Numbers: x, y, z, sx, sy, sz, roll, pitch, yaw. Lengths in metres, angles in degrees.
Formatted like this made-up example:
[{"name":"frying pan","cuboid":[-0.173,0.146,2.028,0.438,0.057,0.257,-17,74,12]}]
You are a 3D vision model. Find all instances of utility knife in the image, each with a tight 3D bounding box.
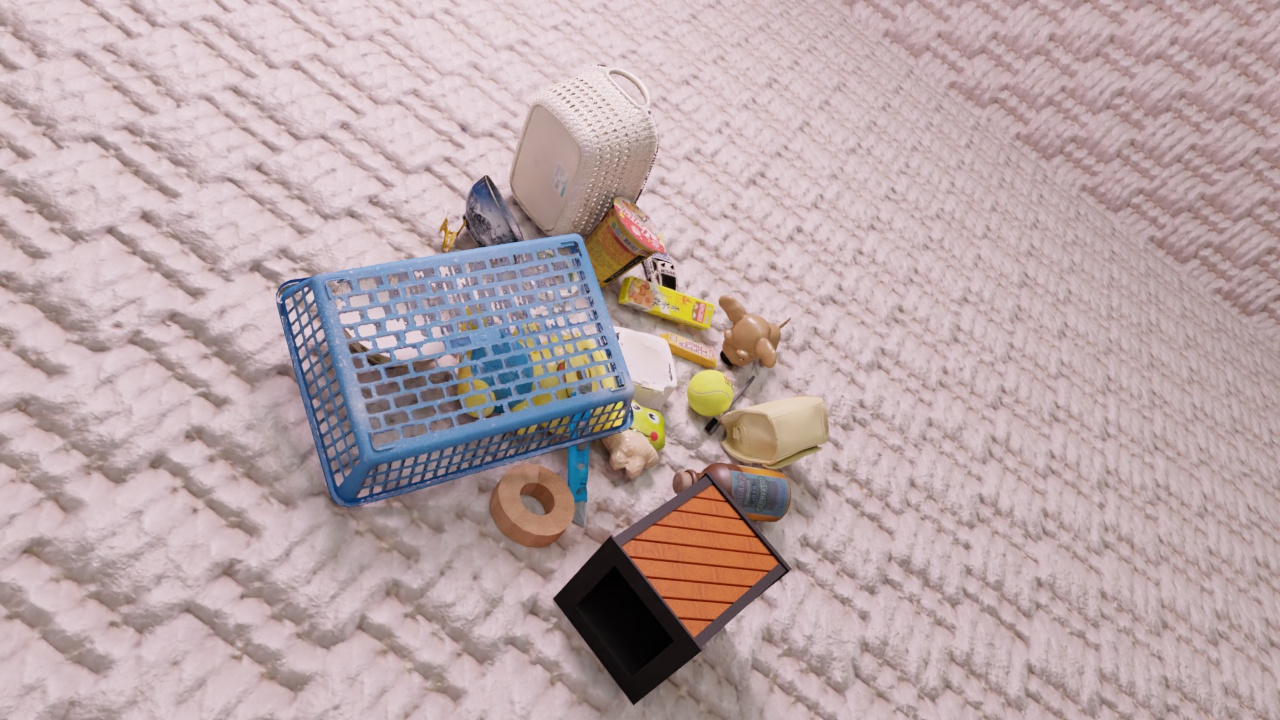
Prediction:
[{"name":"utility knife","cuboid":[-0.071,0.110,1.088,0.031,0.015,0.174,5,80,-25]}]

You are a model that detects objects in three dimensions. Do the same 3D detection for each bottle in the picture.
[{"name":"bottle","cuboid":[0.113,0.167,1.180,0.156,0.068,0.067,12,46,-27]}]

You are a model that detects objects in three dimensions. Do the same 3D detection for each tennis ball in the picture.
[{"name":"tennis ball","cuboid":[0.098,0.046,1.285,0.065,0.065,0.065,20,43,-20]}]

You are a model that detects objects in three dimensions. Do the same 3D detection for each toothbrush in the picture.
[{"name":"toothbrush","cuboid":[0.134,0.062,1.338,0.013,0.013,0.166,36,39,10]}]

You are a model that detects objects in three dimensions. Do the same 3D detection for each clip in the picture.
[{"name":"clip","cuboid":[-0.258,-0.174,1.256,0.047,0.054,0.046,-26,91,-26]}]

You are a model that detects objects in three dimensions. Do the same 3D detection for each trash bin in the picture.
[{"name":"trash bin","cuboid":[0.035,0.242,0.994,0.139,0.140,0.171,50,41,14]}]

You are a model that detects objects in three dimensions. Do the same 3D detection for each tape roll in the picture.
[{"name":"tape roll","cuboid":[-0.122,0.164,1.042,0.094,0.027,0.093,20,43,-20]},{"name":"tape roll","cuboid":[-0.133,-0.123,1.316,0.093,0.018,0.093,20,43,-20]}]

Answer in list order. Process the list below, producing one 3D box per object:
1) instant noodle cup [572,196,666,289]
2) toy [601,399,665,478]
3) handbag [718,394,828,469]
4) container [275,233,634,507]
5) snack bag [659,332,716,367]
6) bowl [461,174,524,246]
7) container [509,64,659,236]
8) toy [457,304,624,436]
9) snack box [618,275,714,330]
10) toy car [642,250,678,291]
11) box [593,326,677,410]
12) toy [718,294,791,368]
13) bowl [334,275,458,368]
[{"name":"instant noodle cup","cuboid":[-0.040,-0.166,1.340,0.100,0.113,0.100,37,30,-26]},{"name":"toy","cuboid":[-0.011,0.099,1.174,0.092,0.043,0.117,29,42,-12]},{"name":"handbag","cuboid":[0.186,0.096,1.274,0.119,0.111,0.081,-13,98,-39]},{"name":"container","cuboid":[-0.183,-0.012,1.008,0.361,0.089,0.257,-14,79,-29]},{"name":"snack bag","cuboid":[0.072,-0.015,1.361,0.099,0.020,0.026,23,43,-17]},{"name":"bowl","cuboid":[-0.213,-0.195,1.282,0.114,0.061,0.114,64,2,-4]},{"name":"container","cuboid":[-0.089,-0.297,1.351,0.142,0.252,0.184,-29,69,-37]},{"name":"toy","cuboid":[-0.126,0.021,1.131,0.213,0.084,0.148,9,70,-29]},{"name":"snack box","cuboid":[0.040,-0.086,1.385,0.148,0.029,0.040,18,79,-22]},{"name":"toy car","cuboid":[0.032,-0.145,1.440,0.048,0.041,0.112,12,45,-29]},{"name":"box","cuboid":[-0.002,0.000,1.237,0.107,0.095,0.102,11,45,-25]},{"name":"toy","cuboid":[0.172,-0.033,1.396,0.134,0.106,0.108,55,26,20]},{"name":"bowl","cuboid":[-0.294,-0.036,1.080,0.145,0.063,0.145,20,43,-20]}]
